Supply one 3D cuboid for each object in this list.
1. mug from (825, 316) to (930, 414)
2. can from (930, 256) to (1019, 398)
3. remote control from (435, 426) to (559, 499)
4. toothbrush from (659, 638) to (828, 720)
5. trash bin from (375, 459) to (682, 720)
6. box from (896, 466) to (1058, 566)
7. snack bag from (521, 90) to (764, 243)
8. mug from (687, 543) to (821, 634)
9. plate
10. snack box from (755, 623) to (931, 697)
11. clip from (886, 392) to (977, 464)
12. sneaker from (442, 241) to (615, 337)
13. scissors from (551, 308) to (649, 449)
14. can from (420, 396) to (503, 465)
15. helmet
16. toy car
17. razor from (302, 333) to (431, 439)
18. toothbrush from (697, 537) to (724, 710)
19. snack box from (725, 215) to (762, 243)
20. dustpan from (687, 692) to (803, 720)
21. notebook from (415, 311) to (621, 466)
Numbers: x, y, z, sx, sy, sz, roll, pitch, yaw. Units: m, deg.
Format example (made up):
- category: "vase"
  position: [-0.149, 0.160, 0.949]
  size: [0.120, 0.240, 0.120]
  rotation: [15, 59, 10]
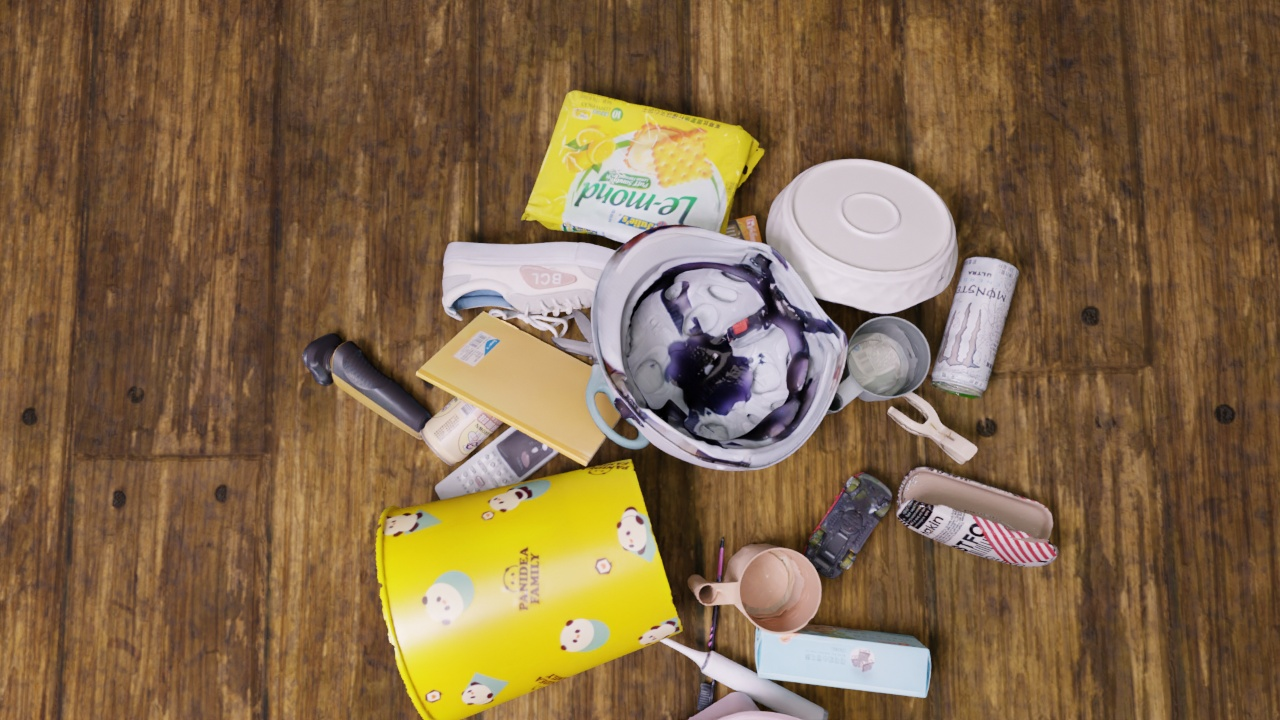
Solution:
- category: "mug"
  position: [0.239, 0.014, 0.975]
  size: [0.124, 0.103, 0.083]
  rotation: [-39, 82, 1]
- category: "can"
  position: [0.361, -0.036, 0.991]
  size: [0.058, 0.058, 0.146]
  rotation: [17, 86, 7]
- category: "remote control"
  position: [-0.161, 0.122, 1.043]
  size: [0.150, 0.021, 0.058]
  rotation: [-39, 82, 1]
- category: "toothbrush"
  position: [0.096, 0.335, 0.979]
  size: [0.221, 0.026, 0.027]
  rotation: [27, 93, 1]
- category: "trash bin"
  position: [-0.105, 0.222, 0.933]
  size: [0.255, 0.230, 0.229]
  rotation: [-17, 82, -2]
- category: "box"
  position: [0.355, 0.162, 0.973]
  size: [0.163, 0.076, 0.087]
  rotation: [15, 55, 7]
- category: "snack bag"
  position: [0.000, -0.201, 1.028]
  size: [0.247, 0.068, 0.158]
  rotation: [16, 83, 15]
- category: "mug"
  position: [0.114, 0.235, 0.954]
  size: [0.124, 0.103, 0.084]
  rotation: [-3, 83, -4]
- category: "plate"
  position: [0.239, -0.142, 0.975]
  size: [0.205, 0.046, 0.204]
  rotation: [1, 54, -2]
- category: "snack box"
  position: [0.207, 0.309, 0.960]
  size: [0.175, 0.074, 0.051]
  rotation: [5, 83, 6]
- category: "clip"
  position: [0.315, 0.074, 0.988]
  size: [0.099, 0.066, 0.034]
  rotation: [42, 88, 19]
- category: "sneaker"
  position: [-0.107, -0.077, 1.023]
  size: [0.242, 0.089, 0.090]
  rotation: [4, 76, 8]
- category: "scissors"
  position: [-0.006, 0.006, 1.005]
  size: [0.180, 0.019, 0.170]
  rotation: [-23, 78, -30]
- category: "can"
  position: [-0.186, 0.060, 1.033]
  size: [0.116, 0.058, 0.058]
  rotation: [-43, 82, 0]
- category: "helmet"
  position: [0.067, -0.004, 0.941]
  size: [0.258, 0.146, 0.228]
  rotation: [37, 73, 5]
- category: "toy car"
  position: [0.221, 0.177, 0.988]
  size: [0.053, 0.045, 0.120]
  rotation: [38, 82, 6]
- category: "razor"
  position: [-0.311, 0.034, 1.057]
  size: [0.167, 0.062, 0.068]
  rotation: [36, 118, 3]
- category: "toothbrush"
  position: [0.079, 0.289, 1.005]
  size: [0.018, 0.014, 0.189]
  rotation: [5, 83, 2]
- category: "snack box"
  position: [0.110, -0.081, 1.036]
  size: [0.075, 0.026, 0.153]
  rotation: [-12, 83, 4]
- category: "dustpan"
  position: [0.094, 0.455, 0.907]
  size: [0.273, 0.139, 0.222]
  rotation: [-40, 94, -2]
- category: "notebook"
  position: [-0.119, 0.025, 1.002]
  size: [0.206, 0.145, 0.010]
  rotation: [27, 127, 7]
